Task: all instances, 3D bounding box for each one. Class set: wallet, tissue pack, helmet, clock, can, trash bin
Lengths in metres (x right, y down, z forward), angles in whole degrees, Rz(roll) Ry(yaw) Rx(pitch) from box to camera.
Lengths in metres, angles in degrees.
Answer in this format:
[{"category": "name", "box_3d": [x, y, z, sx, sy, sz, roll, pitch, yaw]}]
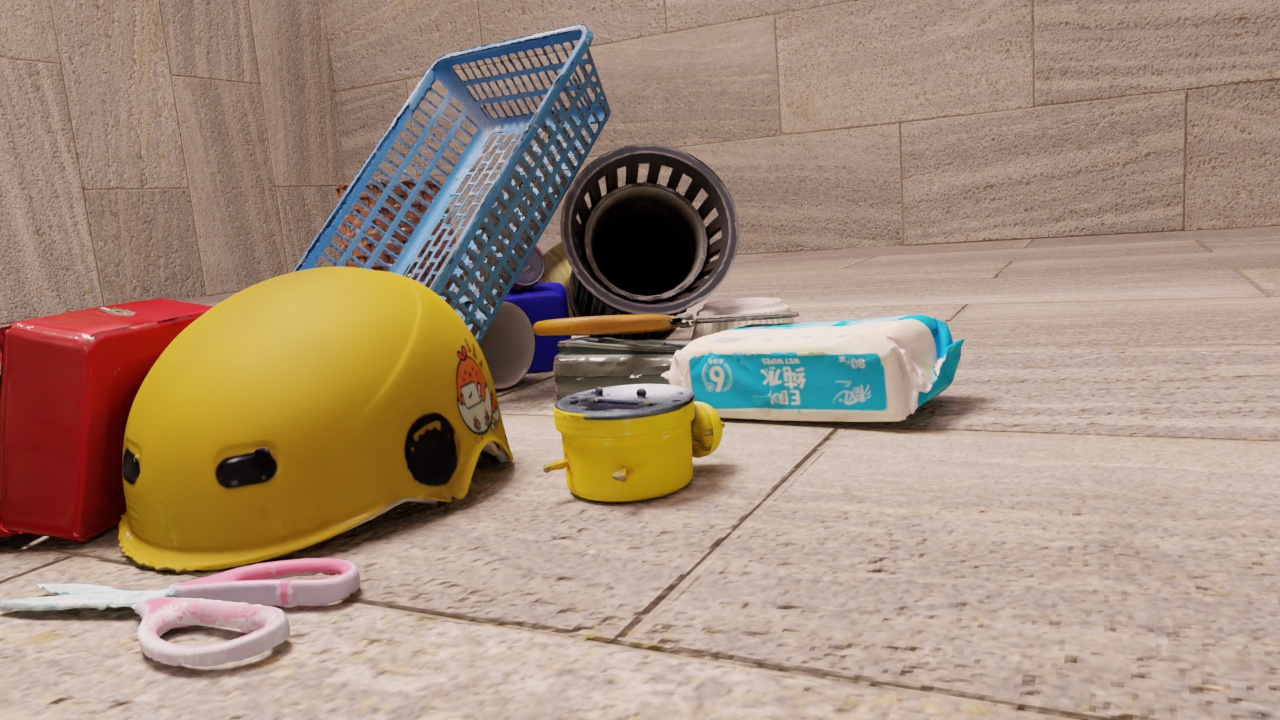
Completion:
[{"category": "wallet", "box_3d": [-0.005, 0.005, 0.814, 0.132, 0.054, 0.100, 1, 12, 10]}, {"category": "tissue pack", "box_3d": [0.124, 0.005, 0.690, 0.210, 0.066, 0.116, 0, 11, 33]}, {"category": "helmet", "box_3d": [-0.199, 0.016, 0.552, 0.209, 0.140, 0.239, -1, 10, 21]}, {"category": "clock", "box_3d": [-0.001, 0.042, 0.545, 0.083, 0.057, 0.118, 1, 11, 35]}, {"category": "can", "box_3d": [-0.141, -0.107, 1.006, 0.054, 0.054, 0.097, -9, 12, -24]}, {"category": "trash bin", "box_3d": [-0.003, -0.100, 0.953, 0.164, 0.164, 0.228, -6, -11, -7]}, {"category": "trash bin", "box_3d": [-0.267, -0.096, 1.046, 0.151, 0.210, 0.151, -4, 9, 0]}]

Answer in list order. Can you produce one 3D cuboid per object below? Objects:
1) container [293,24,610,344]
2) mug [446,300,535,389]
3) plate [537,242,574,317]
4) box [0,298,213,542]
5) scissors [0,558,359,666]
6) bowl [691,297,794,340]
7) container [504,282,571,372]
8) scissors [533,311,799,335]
[{"category": "container", "box_3d": [-0.184, -0.141, 0.875, 0.258, 0.361, 0.089, 9, -25, 44]}, {"category": "mug", "box_3d": [-0.175, -0.005, 0.887, 0.095, 0.085, 0.121, 3, 41, 42]}, {"category": "plate", "box_3d": [-0.050, -0.080, 1.129, 0.184, 0.185, 0.036, -7, 51, -15]}, {"category": "box", "box_3d": [-0.333, 0.032, 0.571, 0.126, 0.137, 0.157, -10, 10, 2]}, {"category": "scissors", "box_3d": [-0.217, 0.108, 0.394, 0.179, 0.016, 0.101, -3, 10, 9]}, {"category": "bowl", "box_3d": [0.101, -0.027, 0.897, 0.115, 0.062, 0.115, -4, 9, 1]}, {"category": "container", "box_3d": [-0.119, -0.036, 1.002, 0.084, 0.085, 0.113, -6, 11, -4]}, {"category": "scissors", "box_3d": [0.019, -0.032, 0.767, 0.229, 0.016, 0.113, -2, 1, 28]}]
